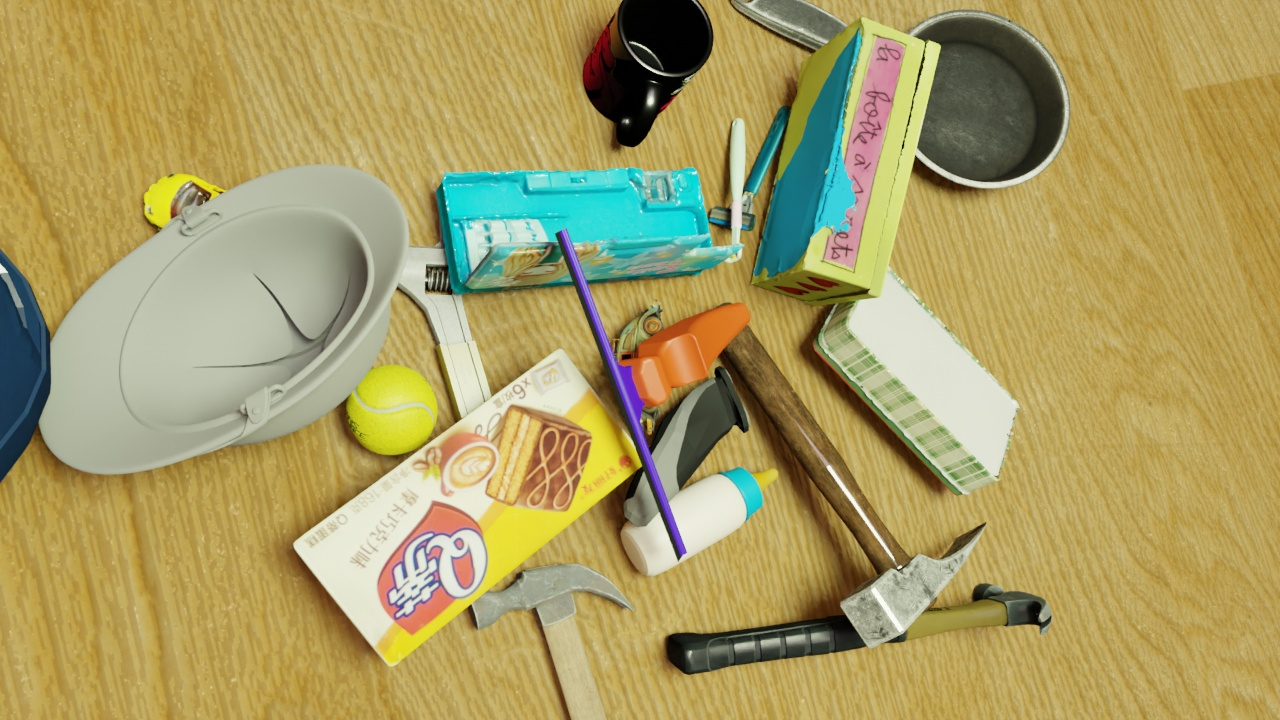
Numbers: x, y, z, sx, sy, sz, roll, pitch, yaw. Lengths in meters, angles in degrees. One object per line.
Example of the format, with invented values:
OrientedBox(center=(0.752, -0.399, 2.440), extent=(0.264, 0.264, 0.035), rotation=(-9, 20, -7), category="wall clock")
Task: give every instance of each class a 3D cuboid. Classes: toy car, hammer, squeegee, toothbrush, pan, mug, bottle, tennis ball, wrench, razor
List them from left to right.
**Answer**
OrientedBox(center=(-0.307, -0.102, 0.672), extent=(0.107, 0.030, 0.049), rotation=(20, 76, -14), category="toy car")
OrientedBox(center=(-0.182, 0.036, 0.673), extent=(0.065, 0.065, 0.065), rotation=(3, 80, -19), category="tennis ball")
OrientedBox(center=(-0.143, 0.006, 0.718), extent=(0.083, 0.018, 0.273), rotation=(-14, 86, -21), category="wrench")
OrientedBox(center=(-0.026, 0.314, 0.694), extent=(0.119, 0.031, 0.331), rotation=(-16, 82, -22), category="hammer")
OrientedBox(center=(-0.004, 0.005, 0.755), extent=(0.047, 0.047, 0.111), rotation=(2, 73, 3), category="toy car")
OrientedBox(center=(0.002, -0.238, 0.769), extent=(0.081, 0.098, 0.118), rotation=(11, 77, -18), category="mug")
OrientedBox(center=(0.029, -0.004, 0.705), extent=(0.184, 0.055, 0.250), rotation=(-33, 109, -44), category="squeegee")
OrientedBox(center=(0.033, 0.072, 0.738), extent=(0.155, 0.060, 0.057), rotation=(-41, 137, -29), category="razor")
OrientedBox(center=(0.055, 0.123, 0.752), extent=(0.146, 0.051, 0.051), rotation=(-25, 90, -22), category="bottle")
OrientedBox(center=(0.084, -0.154, 0.811), extent=(0.015, 0.022, 0.154), rotation=(29, 54, -38), category="toothbrush")
OrientedBox(center=(0.109, -0.176, 0.841), extent=(0.042, 0.022, 0.143), rotation=(18, 67, 21), category="razor")
OrientedBox(center=(0.169, 0.070, 0.794), extent=(0.217, 0.037, 0.300), rotation=(-18, 70, -51), category="hammer")
OrientedBox(center=(0.188, 0.224, 0.762), extent=(0.332, 0.118, 0.025), rotation=(-3, 86, -15), category="hammer")
OrientedBox(center=(0.250, -0.283, 0.894), extent=(0.357, 0.055, 0.187), rotation=(20, 77, -3), category="pan")

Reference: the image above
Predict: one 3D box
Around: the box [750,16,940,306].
OrientedBox(center=(0.172, -0.162, 0.791), extent=(0.081, 0.124, 0.221), rotation=(13, 84, -14), category="box")

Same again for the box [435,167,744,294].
OrientedBox(center=(-0.030, -0.115, 0.715), extent=(0.226, 0.122, 0.098), rotation=(-7, 84, -26), category="box")

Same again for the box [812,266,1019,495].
OrientedBox(center=(0.253, 0.015, 0.830), extent=(0.205, 0.050, 0.117), rotation=(44, 47, -10), category="box")

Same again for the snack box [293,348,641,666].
OrientedBox(center=(-0.119, 0.103, 0.667), extent=(0.230, 0.062, 0.110), rotation=(-37, 93, -17), category="snack box")

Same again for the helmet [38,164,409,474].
OrientedBox(center=(-0.257, -0.010, 0.632), extent=(0.271, 0.118, 0.183), rotation=(-31, 63, 1), category="helmet")

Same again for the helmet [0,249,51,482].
OrientedBox(center=(-0.456, -0.014, 0.504), extent=(0.222, 0.233, 0.272), rotation=(-4, 75, -60), category="helmet")
